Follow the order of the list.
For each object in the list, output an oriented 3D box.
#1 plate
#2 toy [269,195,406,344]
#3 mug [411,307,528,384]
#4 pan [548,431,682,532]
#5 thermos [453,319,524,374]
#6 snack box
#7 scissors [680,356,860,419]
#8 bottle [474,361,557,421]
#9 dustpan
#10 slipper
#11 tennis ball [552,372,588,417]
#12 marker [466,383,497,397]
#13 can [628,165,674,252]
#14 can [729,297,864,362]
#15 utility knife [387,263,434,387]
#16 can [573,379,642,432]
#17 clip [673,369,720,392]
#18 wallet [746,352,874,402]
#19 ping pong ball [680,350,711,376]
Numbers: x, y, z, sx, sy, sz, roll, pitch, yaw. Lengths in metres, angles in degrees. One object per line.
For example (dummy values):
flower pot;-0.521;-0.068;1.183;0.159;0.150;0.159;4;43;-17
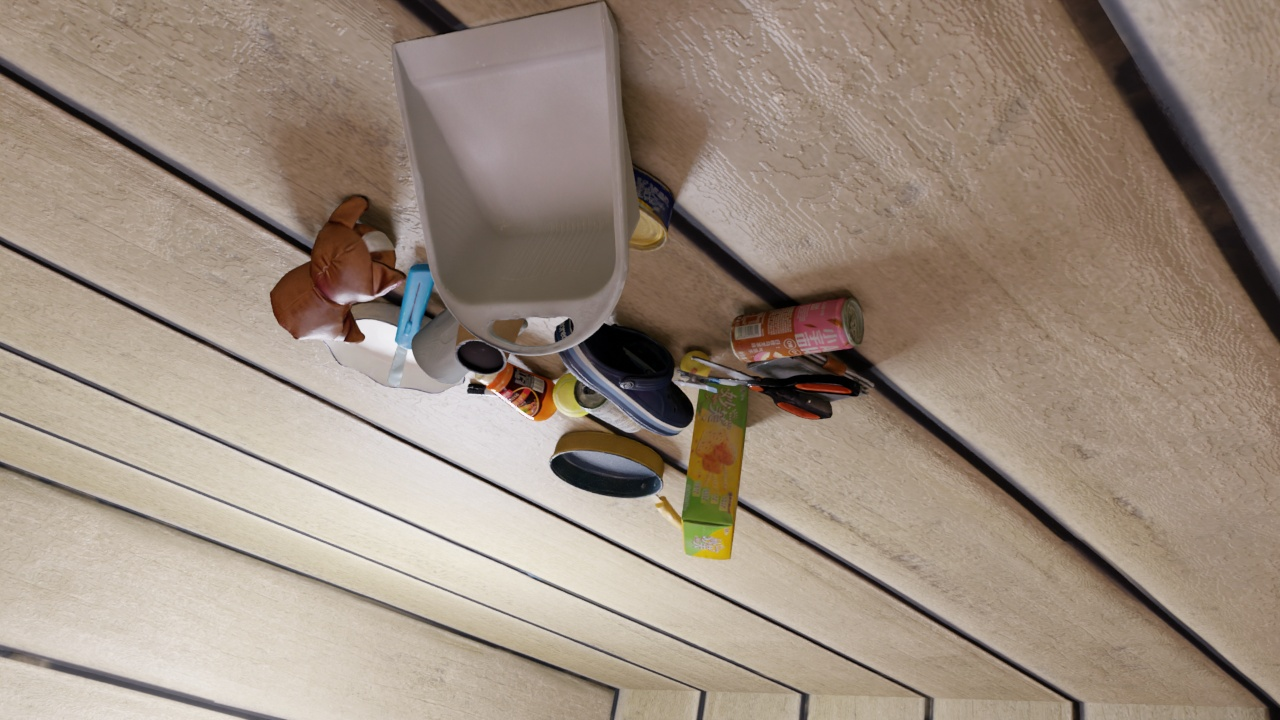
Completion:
plate;-0.347;-0.018;1.312;0.205;0.045;0.205;9;152;4
toy;-0.351;-0.099;1.096;0.140;0.130;0.200;54;132;3
mug;-0.218;-0.030;1.190;0.104;0.083;0.123;-37;156;29
pan;0.003;0.229;1.587;0.357;0.078;0.198;29;148;-28
thermos;-0.175;-0.055;1.088;0.093;0.143;0.093;4;139;4
snack box;0.104;0.152;1.270;0.070;0.209;0.158;6;152;8
scissors;0.167;0.030;1.137;0.233;0.021;0.220;-4;156;42
bottle;-0.184;0.033;1.315;0.067;0.066;0.149;-17;141;42
dustpan;-0.110;-0.144;0.809;0.223;0.142;0.258;-2;130;24
slipper;-0.007;0.007;1.179;0.095;0.105;0.252;-32;137;23
tennis ball;-0.092;0.048;1.310;0.065;0.065;0.066;10;152;5
marker;-0.206;0.048;1.405;0.131;0.018;0.023;2;141;19
can;-0.036;-0.164;0.919;0.148;0.049;0.075;23;150;-19
can;0.179;-0.034;1.061;0.148;0.057;0.058;-8;146;33
utility knife;-0.304;-0.040;1.203;0.034;0.018;0.224;12;132;-17
can;-0.037;0.058;1.279;0.058;0.058;0.146;-1;164;23
clip;0.070;0.026;1.137;0.058;0.036;0.025;15;169;8
wallet;0.215;0.013;1.157;0.129;0.037;0.107;24;160;-21
ping pong ball;0.072;0.007;1.196;0.040;0.040;0.040;10;152;5
